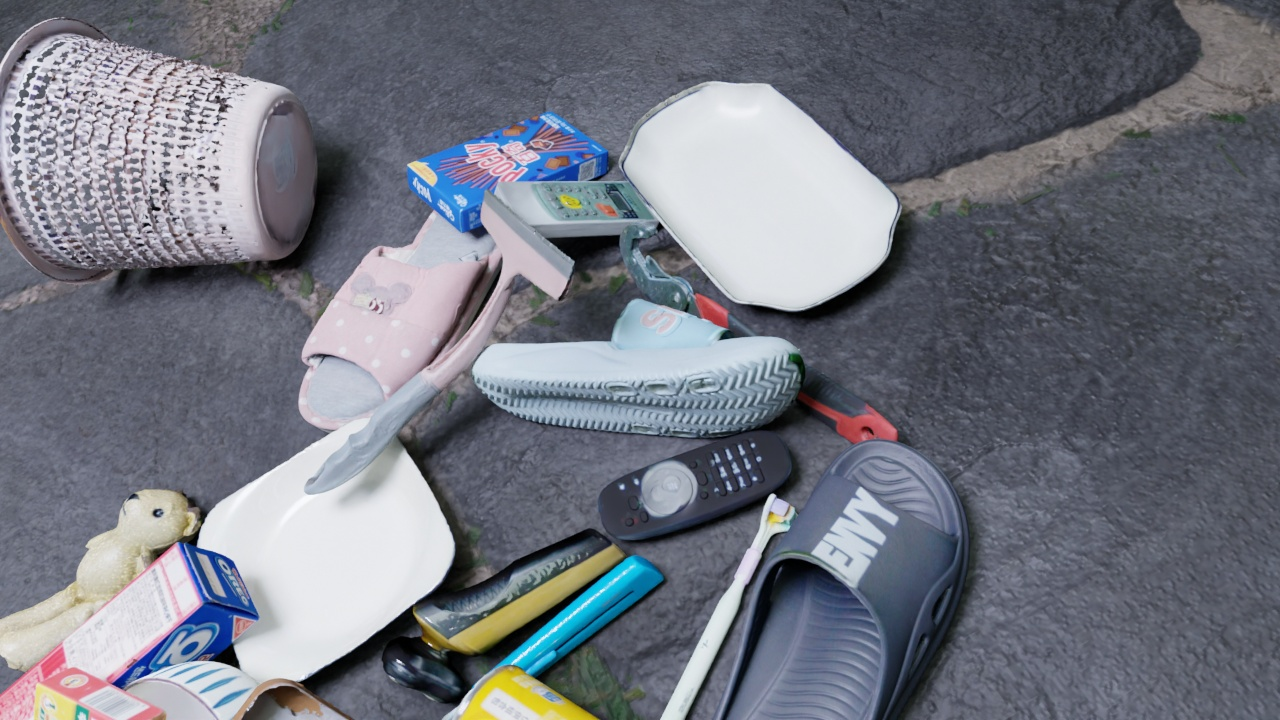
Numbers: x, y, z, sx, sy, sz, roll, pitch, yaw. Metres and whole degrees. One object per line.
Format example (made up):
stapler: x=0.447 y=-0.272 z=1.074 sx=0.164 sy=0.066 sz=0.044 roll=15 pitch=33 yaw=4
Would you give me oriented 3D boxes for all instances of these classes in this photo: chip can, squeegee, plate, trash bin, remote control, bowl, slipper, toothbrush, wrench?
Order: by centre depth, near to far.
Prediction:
chip can: x=-0.009 y=0.244 z=0.495 sx=0.214 sy=0.072 sz=0.072 roll=19 pitch=63 yaw=32
slipper: x=0.115 y=0.157 z=0.535 sx=0.111 sy=0.083 sz=0.267 roll=21 pitch=67 yaw=24
bowl: x=-0.261 y=0.237 z=0.564 sx=0.117 sy=0.066 sz=0.116 roll=3 pitch=98 yaw=23
toothbrush: x=0.050 y=0.170 z=0.580 sx=0.020 sy=0.029 sz=0.189 roll=-11 pitch=43 yaw=59
remote control: x=0.038 y=0.088 z=0.632 sx=0.136 sy=0.024 sz=0.053 roll=-19 pitch=57 yaw=1
squeegee: x=-0.149 y=0.006 z=0.650 sx=0.249 sy=0.040 sz=0.247 roll=-50 pitch=30 yaw=3
slipper: x=-0.004 y=0.004 z=0.651 sx=0.246 sy=0.104 sz=0.074 roll=0 pitch=61 yaw=21
plate: x=-0.219 y=0.135 z=0.652 sx=0.163 sy=0.034 sz=0.164 roll=-33 pitch=57 yaw=-9
wrench: x=0.078 y=-0.017 z=0.681 sx=0.016 sy=0.056 sz=0.273 roll=-28 pitch=57 yaw=-36
remote control: x=-0.051 y=-0.125 z=0.751 sx=0.134 sy=0.019 sz=0.056 roll=-7 pitch=50 yaw=-34
plate: x=0.094 y=-0.136 z=0.759 sx=0.162 sy=0.034 sz=0.265 roll=-32 pitch=57 yaw=-8
slipper: x=-0.187 y=-0.059 z=0.759 sx=0.114 sy=0.054 sz=0.273 roll=19 pitch=61 yaw=23
trash bin: x=-0.401 y=-0.171 z=0.801 sx=0.192 sy=0.228 sz=0.227 roll=6 pitch=58 yaw=1

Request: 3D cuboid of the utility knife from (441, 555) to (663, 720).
utility knife: x=-0.076 y=0.197 z=0.584 sx=0.216 sy=0.034 sz=0.018 roll=-37 pitch=48 yaw=-9

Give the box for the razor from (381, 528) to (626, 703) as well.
razor: x=-0.086 y=0.163 z=0.600 sx=0.167 sy=0.062 sz=0.067 roll=-28 pitch=86 yaw=-13

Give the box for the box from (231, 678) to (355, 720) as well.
box: x=-0.132 y=0.307 z=0.465 sx=0.274 sy=0.125 sz=0.178 roll=31 pitch=67 yaw=4

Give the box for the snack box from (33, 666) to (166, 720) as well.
snack box: x=-0.324 y=0.268 z=0.541 sx=0.077 sy=0.027 sz=0.156 roll=14 pitch=101 yaw=20

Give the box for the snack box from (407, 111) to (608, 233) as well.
snack box: x=-0.114 y=-0.168 z=0.804 sx=0.156 sy=0.026 sz=0.084 roll=-30 pitch=54 yaw=-30

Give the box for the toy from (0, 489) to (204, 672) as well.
toy: x=-0.389 y=0.154 z=0.660 sx=0.105 sy=0.066 sz=0.157 roll=19 pitch=54 yaw=42

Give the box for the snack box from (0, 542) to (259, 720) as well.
snack box: x=-0.350 y=0.210 z=0.598 sx=0.207 sy=0.057 sz=0.058 roll=-41 pitch=57 yaw=-1
